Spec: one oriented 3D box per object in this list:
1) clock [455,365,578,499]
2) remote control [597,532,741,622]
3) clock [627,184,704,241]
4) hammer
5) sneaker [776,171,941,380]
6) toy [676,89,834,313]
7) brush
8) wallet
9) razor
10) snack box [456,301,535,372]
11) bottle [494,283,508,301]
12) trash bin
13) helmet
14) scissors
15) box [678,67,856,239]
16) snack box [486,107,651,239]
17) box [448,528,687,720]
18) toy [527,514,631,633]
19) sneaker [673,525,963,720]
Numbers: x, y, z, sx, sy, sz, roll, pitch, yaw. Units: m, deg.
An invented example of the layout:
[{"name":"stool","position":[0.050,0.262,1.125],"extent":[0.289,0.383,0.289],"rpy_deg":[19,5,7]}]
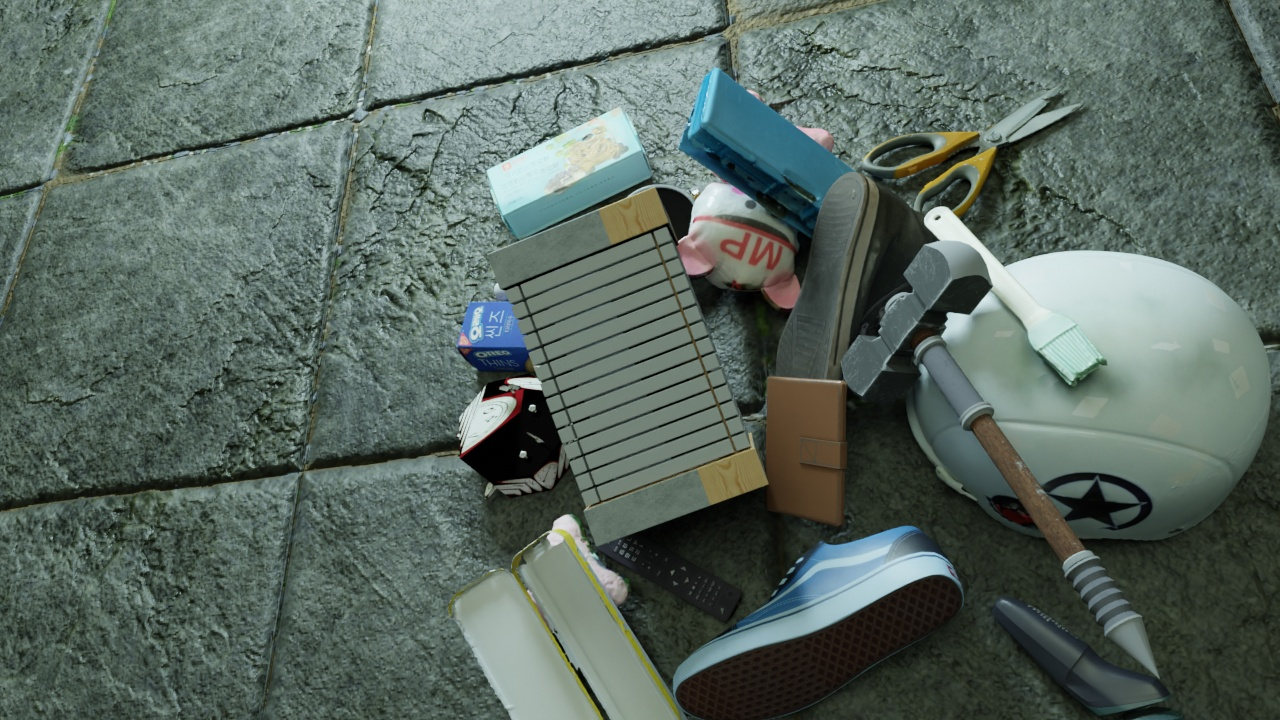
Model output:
[{"name":"clock","position":[-0.103,0.059,0.889],"extent":[0.154,0.065,0.114],"rpy_deg":[-32,59,0]},{"name":"remote control","position":[0.025,0.186,0.812],"extent":[0.136,0.015,0.032],"rpy_deg":[25,73,25]},{"name":"clock","position":[0.032,-0.139,0.956],"extent":[0.148,0.056,0.104],"rpy_deg":[-34,69,-2]},{"name":"hammer","position":[0.253,0.068,0.636],"extent":[0.043,0.156,0.321],"rpy_deg":[5,43,-28]},{"name":"sneaker","position":[0.204,-0.038,0.825],"extent":[0.119,0.095,0.235],"rpy_deg":[13,93,-20]},{"name":"toy","position":[0.114,-0.156,0.912],"extent":[0.142,0.084,0.212],"rpy_deg":[22,68,-21]},{"name":"brush","position":[0.275,-0.059,0.698],"extent":[0.033,0.012,0.217],"rpy_deg":[-36,41,12]},{"name":"wallet","position":[0.141,0.075,0.785],"extent":[0.088,0.013,0.121],"rpy_deg":[4,95,51]},{"name":"razor","position":[0.328,0.226,0.684],"extent":[0.143,0.047,0.052],"rpy_deg":[41,105,33]},{"name":"snack box","position":[-0.081,-0.024,0.930],"extent":[0.207,0.057,0.056],"rpy_deg":[1,63,18]},{"name":"bottle","position":[-0.077,-0.083,0.938],"extent":[0.196,0.052,0.052],"rpy_deg":[-6,59,39]},{"name":"trash bin","position":[-0.005,0.005,0.782],"extent":[0.142,0.142,0.247],"rpy_deg":[-21,88,6]},{"name":"helmet","position":[0.343,0.010,0.721],"extent":[0.264,0.164,0.236],"rpy_deg":[13,67,24]},{"name":"scissors","position":[0.333,-0.222,0.930],"extent":[0.225,0.016,0.162],"rpy_deg":[-40,57,-10]},{"name":"box","position":[0.141,-0.175,0.864],"extent":[0.049,0.231,0.092],"rpy_deg":[-38,32,45]},{"name":"snack box","position":[-0.081,-0.210,1.031],"extent":[0.175,0.053,0.075],"rpy_deg":[-24,58,3]},{"name":"box","position":[-0.061,0.255,0.761],"extent":[0.130,0.038,0.209],"rpy_deg":[-35,77,2]},{"name":"toy","position":[-0.065,0.197,0.815],"extent":[0.093,0.050,0.102],"rpy_deg":[-41,56,0]},{"name":"sneaker","position":[0.136,0.209,0.747],"extent":[0.241,0.083,0.098],"rpy_deg":[-29,24,8]}]
